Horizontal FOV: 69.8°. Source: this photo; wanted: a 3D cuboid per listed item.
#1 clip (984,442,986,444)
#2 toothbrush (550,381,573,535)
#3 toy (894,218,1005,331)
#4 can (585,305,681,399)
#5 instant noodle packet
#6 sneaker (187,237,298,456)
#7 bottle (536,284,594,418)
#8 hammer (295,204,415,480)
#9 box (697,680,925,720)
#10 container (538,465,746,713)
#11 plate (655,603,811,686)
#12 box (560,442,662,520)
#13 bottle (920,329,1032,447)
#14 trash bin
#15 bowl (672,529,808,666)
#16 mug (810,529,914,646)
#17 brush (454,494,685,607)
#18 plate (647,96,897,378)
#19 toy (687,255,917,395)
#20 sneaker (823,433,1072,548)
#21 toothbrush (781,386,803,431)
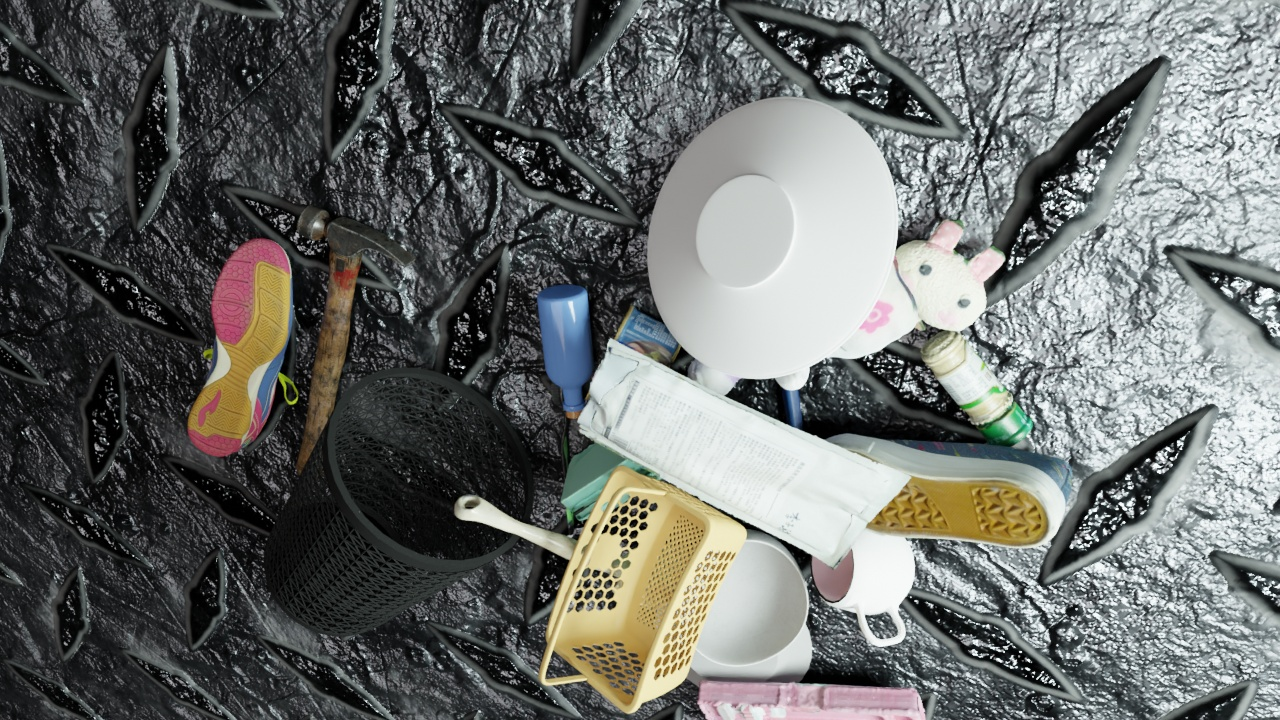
[{"bbox_3d":[0.300,0.096,0.823,0.058,0.022,0.035,-20,108,32],"label":"clip"},{"bbox_3d":[-0.080,0.104,0.964,0.017,0.014,0.188,13,118,28],"label":"toothbrush"},{"bbox_3d":[0.243,-0.061,0.758,0.087,0.050,0.112,43,114,-3],"label":"toy"},{"bbox_3d":[-0.005,0.005,0.867,0.059,0.053,0.100,27,119,-1],"label":"can"},{"bbox_3d":[0.079,0.080,0.797,0.269,0.057,0.147,26,137,3],"label":"instant noodle packet"},{"bbox_3d":[-0.430,-0.018,1.003,0.116,0.091,0.242,20,99,4],"label":"sneaker"},{"bbox_3d":[-0.070,-0.005,0.890,0.048,0.047,0.131,4,114,18],"label":"bottle"},{"bbox_3d":[-0.330,0.002,0.997,0.120,0.033,0.331,24,120,7],"label":"hammer"},{"bbox_3d":[0.190,0.406,0.987,0.233,0.055,0.180,-5,121,21],"label":"box"},{"bbox_3d":[-0.010,0.197,0.814,0.129,0.166,0.183,26,96,38],"label":"container"},{"bbox_3d":[0.096,0.305,0.990,0.173,0.019,0.173,8,116,16],"label":"plate"},{"bbox_3d":[0.014,0.102,0.902,0.189,0.077,0.079,-36,114,28],"label":"box"},{"bbox_3d":[0.285,0.024,0.783,0.043,0.042,0.110,-37,96,29],"label":"bottle"},{"bbox_3d":[-0.268,0.165,0.956,0.217,0.216,0.244,45,126,-4],"label":"trash bin"},{"bbox_3d":[0.097,0.231,0.920,0.132,0.064,0.132,0,99,-3],"label":"bowl"},{"bbox_3d":[0.213,0.204,0.848,0.076,0.123,0.090,7,139,-22],"label":"mug"},{"bbox_3d":[-0.064,0.185,0.906,0.272,0.062,0.077,25,98,-30],"label":"brush"},{"bbox_3d":[0.090,-0.101,0.734,0.230,0.030,0.229,-4,84,37],"label":"plate"},{"bbox_3d":[0.126,-0.044,0.777,0.210,0.085,0.137,-22,78,33],"label":"toy"},{"bbox_3d":[0.256,0.105,0.796,0.236,0.079,0.087,4,114,48],"label":"sneaker"},{"bbox_3d":[0.151,0.098,0.877,0.016,0.017,0.190,-3,112,19],"label":"toothbrush"}]
